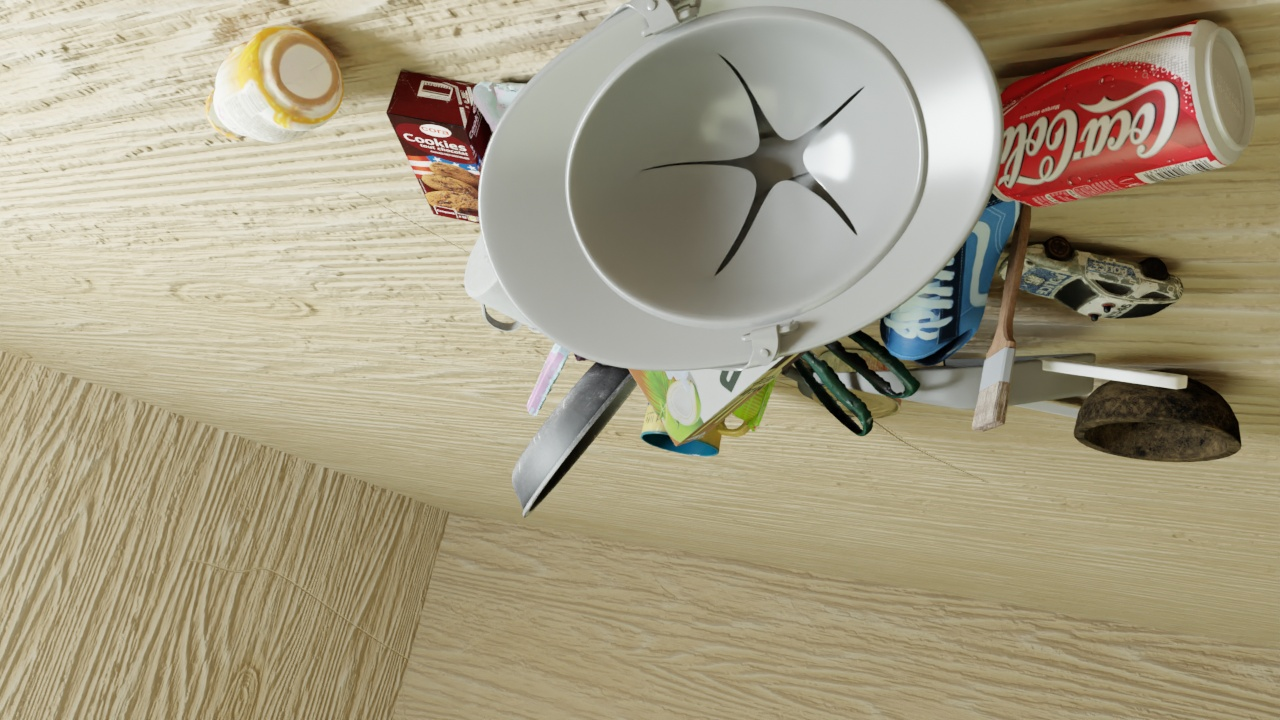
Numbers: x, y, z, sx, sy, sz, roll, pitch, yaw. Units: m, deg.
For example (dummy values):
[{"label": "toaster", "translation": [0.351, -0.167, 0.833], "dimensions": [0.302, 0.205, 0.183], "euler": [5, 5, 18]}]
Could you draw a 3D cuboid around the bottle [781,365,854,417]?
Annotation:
[{"label": "bottle", "translation": [0.187, 0.028, 0.954], "dimensions": [0.113, 0.030, 0.030], "euler": [25, 159, -35]}]

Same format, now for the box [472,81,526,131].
[{"label": "box", "translation": [-0.049, -0.106, 0.629], "dimensions": [0.103, 0.087, 0.202], "euler": [20, 167, 20]}]

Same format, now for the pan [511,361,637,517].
[{"label": "pan", "translation": [-0.004, 0.004, 0.741], "dimensions": [0.055, 0.186, 0.358], "euler": [39, 128, 3]}]

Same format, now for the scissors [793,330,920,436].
[{"label": "scissors", "translation": [0.123, -0.014, 0.718], "dimensions": [0.210, 0.015, 0.147], "euler": [41, 163, 26]}]

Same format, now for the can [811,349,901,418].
[{"label": "can", "translation": [0.213, 0.023, 0.899], "dimensions": [0.086, 0.043, 0.086], "euler": [12, 163, 4]}]

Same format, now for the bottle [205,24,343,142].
[{"label": "bottle", "translation": [-0.237, -0.169, 0.581], "dimensions": [0.109, 0.063, 0.063], "euler": [-3, 157, 44]}]

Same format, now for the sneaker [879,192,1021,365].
[{"label": "sneaker", "translation": [0.184, -0.057, 0.566], "dimensions": [0.083, 0.098, 0.241], "euler": [7, 162, 20]}]

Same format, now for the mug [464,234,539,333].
[{"label": "mug", "translation": [-0.103, -0.066, 0.755], "dimensions": [0.070, 0.084, 0.113], "euler": [27, 130, -33]}]

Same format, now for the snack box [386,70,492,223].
[{"label": "snack box", "translation": [-0.130, -0.142, 0.640], "dimensions": [0.051, 0.031, 0.141], "euler": [12, 163, 3]}]

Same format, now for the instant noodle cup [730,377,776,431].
[{"label": "instant noodle cup", "translation": [0.075, 0.002, 0.864], "dimensions": [0.108, 0.098, 0.099], "euler": [20, 164, 7]}]

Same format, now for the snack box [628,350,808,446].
[{"label": "snack box", "translation": [0.062, -0.037, 0.591], "dimensions": [0.031, 0.101, 0.186], "euler": [-14, 156, -49]}]

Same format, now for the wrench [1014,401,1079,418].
[{"label": "wrench", "translation": [0.382, 0.044, 0.853], "dimensions": [0.273, 0.018, 0.086], "euler": [11, 180, -1]}]

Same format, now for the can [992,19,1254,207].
[{"label": "can", "translation": [0.218, -0.111, 0.429], "dimensions": [0.064, 0.064, 0.105], "euler": [25, 159, -35]}]

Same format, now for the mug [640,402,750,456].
[{"label": "mug", "translation": [0.066, 0.041, 0.955], "dimensions": [0.114, 0.107, 0.083], "euler": [5, 160, 26]}]

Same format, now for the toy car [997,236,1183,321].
[{"label": "toy car", "translation": [0.296, -0.050, 0.609], "dimensions": [0.113, 0.040, 0.048], "euler": [13, 162, 2]}]

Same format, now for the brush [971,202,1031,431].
[{"label": "brush", "translation": [0.221, -0.029, 0.553], "dimensions": [0.008, 0.143, 0.045], "euler": [12, 172, 7]}]

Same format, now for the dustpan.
[{"label": "dustpan", "translation": [0.277, 0.011, 0.691], "dimensions": [0.163, 0.033, 0.258], "euler": [-5, -171, -30]}]

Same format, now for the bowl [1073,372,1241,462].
[{"label": "bowl", "translation": [0.433, 0.041, 0.771], "dimensions": [0.121, 0.056, 0.121], "euler": [12, 163, 3]}]

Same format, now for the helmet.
[{"label": "helmet", "translation": [0.053, -0.099, 0.484], "dimensions": [0.272, 0.183, 0.117], "euler": [-14, -169, 30]}]

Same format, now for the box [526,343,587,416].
[{"label": "box", "translation": [-0.043, -0.021, 0.814], "dimensions": [0.049, 0.149, 0.214], "euler": [48, 162, 3]}]
